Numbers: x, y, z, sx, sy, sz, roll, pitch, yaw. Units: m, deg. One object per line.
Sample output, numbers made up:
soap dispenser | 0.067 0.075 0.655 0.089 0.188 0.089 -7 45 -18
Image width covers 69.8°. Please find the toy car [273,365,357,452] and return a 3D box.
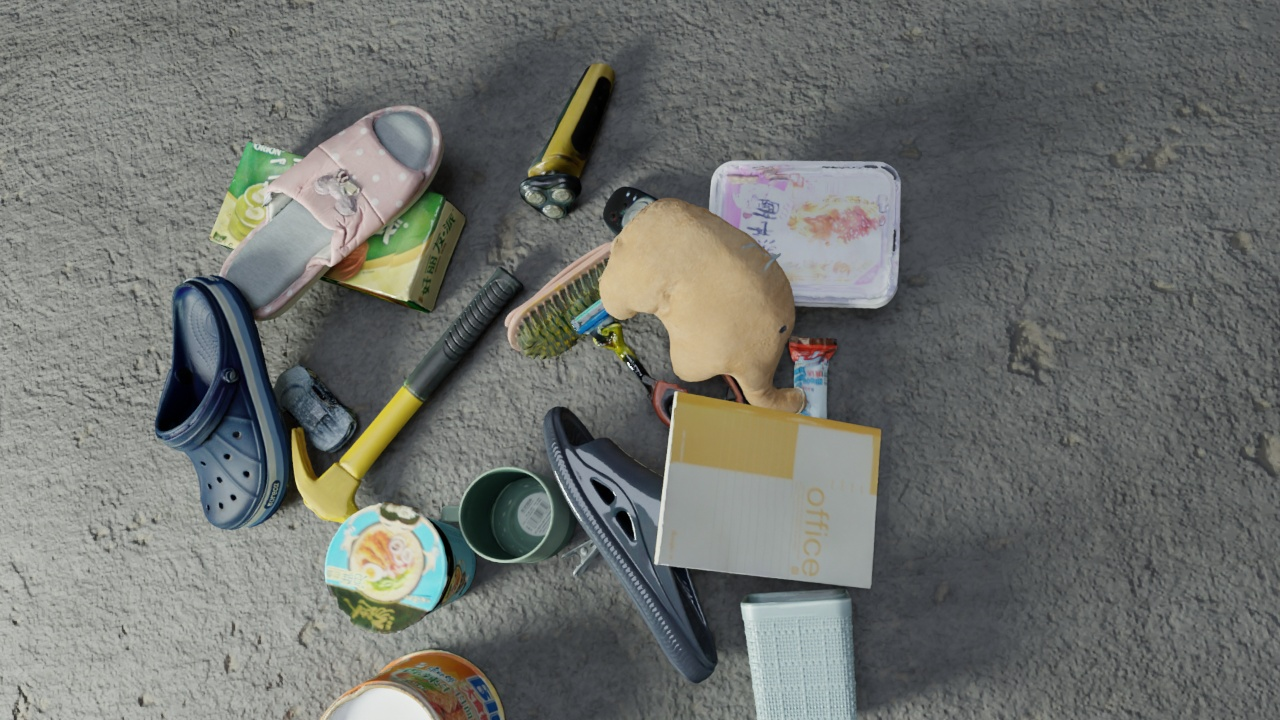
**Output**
toy car | -0.334 0.047 0.931 0.105 0.031 0.049 41 87 16

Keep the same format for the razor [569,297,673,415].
razor | -0.005 0.005 0.865 0.043 0.022 0.143 -38 97 12

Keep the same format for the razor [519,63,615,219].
razor | -0.066 -0.225 0.927 0.068 0.062 0.167 10 73 45

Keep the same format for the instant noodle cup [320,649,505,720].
instant noodle cup | -0.207 0.338 0.806 0.151 0.111 0.151 -2 78 10

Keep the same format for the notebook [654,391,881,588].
notebook | 0.115 0.114 0.789 0.206 0.010 0.145 12 78 -19

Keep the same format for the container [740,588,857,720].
container | 0.136 0.254 0.773 0.090 0.090 0.111 -6 81 9

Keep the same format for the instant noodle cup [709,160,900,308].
instant noodle cup | 0.151 -0.112 0.858 0.173 0.060 0.138 3 79 13

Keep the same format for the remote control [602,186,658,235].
remote control | 0.015 -0.127 0.890 0.136 0.024 0.053 38 101 38

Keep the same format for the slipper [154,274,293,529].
slipper | -0.405 0.047 0.870 0.105 0.095 0.253 4 103 36

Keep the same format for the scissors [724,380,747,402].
scissors | 0.071 0.059 0.857 0.125 0.021 0.234 -8 78 9

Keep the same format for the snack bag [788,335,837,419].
snack bag | 0.157 0.029 0.845 0.048 0.026 0.104 3 78 23

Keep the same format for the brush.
brush | -0.066 -0.057 0.891 0.146 0.063 0.073 -34 46 5

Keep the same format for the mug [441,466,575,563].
mug | -0.120 0.141 0.831 0.112 0.106 0.082 -1 79 8

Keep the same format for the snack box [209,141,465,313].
snack box | -0.312 -0.137 0.947 0.240 0.063 0.114 18 83 13

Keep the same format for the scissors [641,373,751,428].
scissors | 0.090 0.070 0.834 0.214 0.015 0.196 11 77 2

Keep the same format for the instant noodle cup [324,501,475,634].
instant noodle cup | -0.205 0.185 0.832 0.111 0.120 0.111 -2 79 11

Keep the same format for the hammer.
hammer | -0.223 0.030 0.904 0.129 0.033 0.300 40 84 -3

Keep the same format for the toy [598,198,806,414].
toy | 0.070 -0.043 0.798 0.226 0.082 0.144 42 124 3

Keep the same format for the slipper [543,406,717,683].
slipper | 0.009 0.146 0.807 0.083 0.110 0.268 -32 81 7

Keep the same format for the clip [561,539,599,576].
clip | -0.045 0.177 0.854 0.057 0.024 0.028 -40 71 4

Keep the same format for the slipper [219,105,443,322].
slipper | -0.305 -0.147 0.886 0.274 0.054 0.114 -41 75 3
